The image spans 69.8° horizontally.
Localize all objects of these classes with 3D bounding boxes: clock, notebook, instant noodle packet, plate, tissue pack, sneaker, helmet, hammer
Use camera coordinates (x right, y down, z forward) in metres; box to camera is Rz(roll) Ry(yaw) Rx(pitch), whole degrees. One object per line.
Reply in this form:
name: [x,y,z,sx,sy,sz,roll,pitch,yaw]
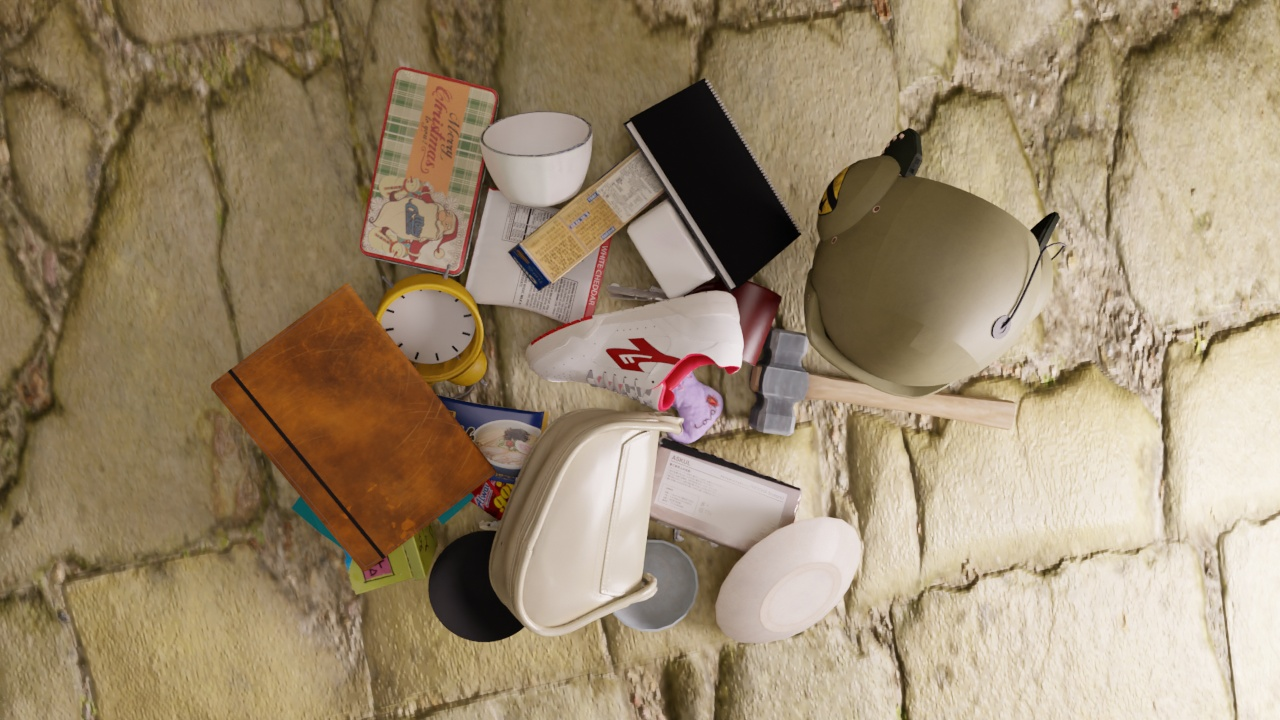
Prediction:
clock: [-0.224,-0.023,0.982,0.113,0.052,0.152,-11,118,-6]
notebook: [-0.278,0.078,0.892,0.178,0.014,0.249,-37,97,-1]
instant noodle packet: [-0.172,0.087,0.990,0.134,0.026,0.087,10,97,-2]
plate: [0.173,0.257,1.031,0.188,0.027,0.189,-13,126,-19]
tissue pack: [0.082,0.165,1.048,0.181,0.071,0.103,20,77,-10]
sneaker: [-0.006,0.005,0.973,0.237,0.090,0.104,-12,78,10]
helmet: [0.278,-0.083,0.940,0.250,0.256,0.233,27,87,-7]
hammer: [0.285,0.042,1.069,0.322,0.051,0.117,8,93,-10]
notebook: [0.085,-0.194,0.996,0.148,0.016,0.206,-40,100,-41]
instant noodle packet: [-0.127,0.144,1.028,0.135,0.039,0.098,35,93,-7]

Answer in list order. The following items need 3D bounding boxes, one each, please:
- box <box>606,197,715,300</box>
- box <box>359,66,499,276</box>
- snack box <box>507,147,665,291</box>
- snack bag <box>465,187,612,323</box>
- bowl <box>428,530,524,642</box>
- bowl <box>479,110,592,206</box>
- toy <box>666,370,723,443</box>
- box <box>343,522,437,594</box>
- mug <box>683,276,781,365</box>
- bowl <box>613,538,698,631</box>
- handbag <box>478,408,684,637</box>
box: [0.006,-0.101,0.997,0.130,0.109,0.103,-29,100,15]
box: [-0.225,-0.200,0.983,0.117,0.050,0.205,13,92,-9]
snack box: [-0.044,-0.159,0.980,0.206,0.057,0.056,-42,99,-19]
snack bag: [-0.110,-0.111,1.007,0.144,0.039,0.130,13,88,-10]
bowl: [-0.171,0.244,1.021,0.124,0.052,0.124,-1,94,-7]
bowl: [-0.106,-0.208,0.957,0.116,0.116,0.066,-8,127,-7]
toy: [0.043,0.045,1.041,0.099,0.036,0.080,40,84,-9]
box: [-0.282,0.120,0.965,0.082,0.124,0.221,-17,95,-4]
mug: [0.094,-0.051,1.025,0.106,0.073,0.082,22,91,4]
bowl: [0.011,0.253,1.052,0.106,0.039,0.106,-1,94,-7]
handbag: [-0.062,0.157,0.967,0.183,0.132,0.229,6,98,-29]
